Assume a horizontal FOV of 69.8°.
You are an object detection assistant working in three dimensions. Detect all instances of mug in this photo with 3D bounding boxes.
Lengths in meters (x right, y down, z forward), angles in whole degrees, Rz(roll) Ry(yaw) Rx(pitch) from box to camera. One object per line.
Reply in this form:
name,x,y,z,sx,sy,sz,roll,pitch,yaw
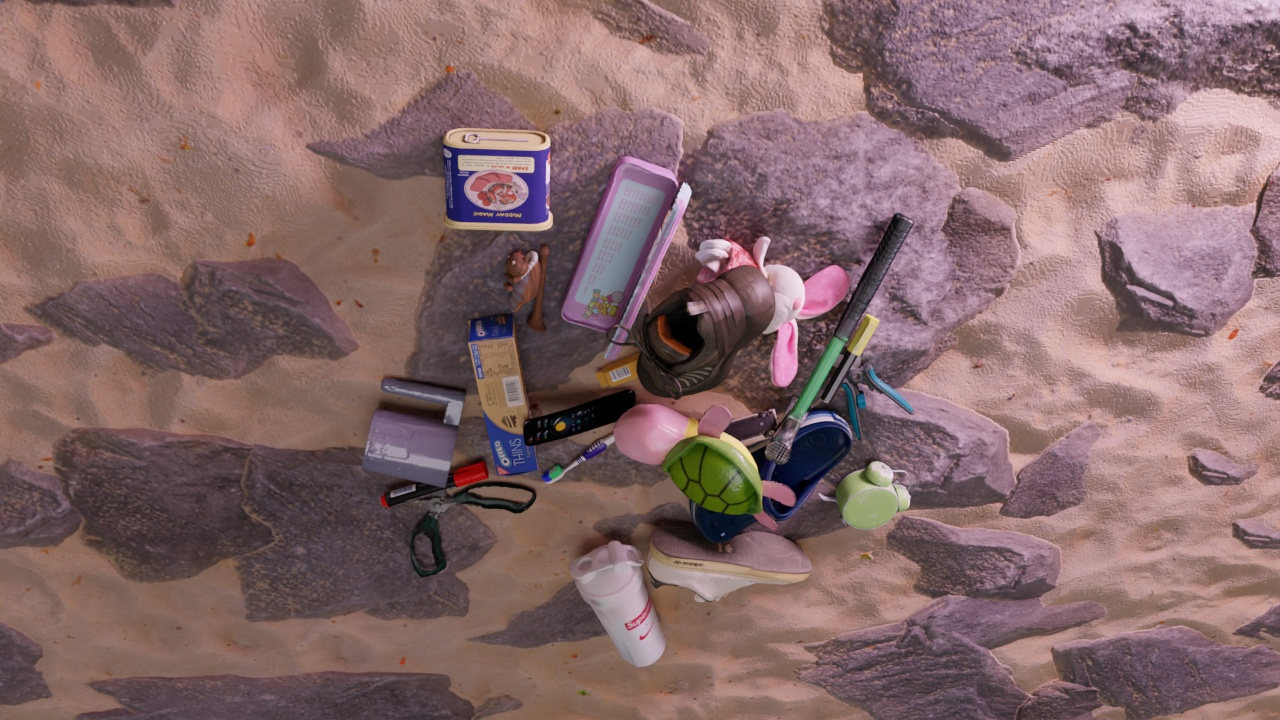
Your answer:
mug,-0.281,0.089,1.141,0.104,0.084,0.124,12,98,-11

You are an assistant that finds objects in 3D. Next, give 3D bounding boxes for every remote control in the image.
remote control,-0.075,0.070,1.142,0.151,0.020,0.041,-16,128,-24

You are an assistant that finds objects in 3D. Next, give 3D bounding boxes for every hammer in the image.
hammer,0.238,-0.028,1.097,0.032,0.130,0.319,28,109,9

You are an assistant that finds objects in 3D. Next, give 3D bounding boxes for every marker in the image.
marker,0.261,0.000,1.148,0.017,0.021,0.124,24,112,-3
marker,-0.272,0.164,1.209,0.145,0.021,0.023,-17,85,5

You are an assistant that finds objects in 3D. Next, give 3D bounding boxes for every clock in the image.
clock,0.322,0.191,1.280,0.119,0.042,0.094,-35,121,17

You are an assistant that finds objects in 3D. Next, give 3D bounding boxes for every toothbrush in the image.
toothbrush,-0.054,0.113,1.209,0.187,0.015,0.016,-33,116,15

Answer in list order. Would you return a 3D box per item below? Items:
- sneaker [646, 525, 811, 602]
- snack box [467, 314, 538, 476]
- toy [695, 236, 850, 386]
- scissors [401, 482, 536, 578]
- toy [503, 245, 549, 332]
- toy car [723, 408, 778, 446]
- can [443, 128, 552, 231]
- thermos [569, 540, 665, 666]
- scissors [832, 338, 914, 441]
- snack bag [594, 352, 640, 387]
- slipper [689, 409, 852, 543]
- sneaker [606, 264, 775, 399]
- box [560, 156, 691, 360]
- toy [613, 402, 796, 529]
sneaker,0.122,0.302,1.301,0.241,0.088,0.102,9,117,-13
snack box,-0.168,0.047,1.129,0.057,0.056,0.207,-8,124,-3
toy,0.142,-0.080,1.056,0.194,0.084,0.159,37,85,-23
scissors,-0.244,0.221,1.262,0.201,0.015,0.202,1,122,-5
toy,-0.131,-0.084,1.056,0.054,0.041,0.102,-5,119,-29
toy car,0.128,0.100,1.206,0.113,0.039,0.039,-17,144,5
can,-0.151,-0.192,0.971,0.116,0.056,0.092,1,122,-6
thermos,-0.024,0.352,1.332,0.099,0.099,0.221,-16,128,5
scissors,0.296,0.041,1.185,0.124,0.019,0.156,1,117,0
snack bag,-0.007,0.007,1.139,0.099,0.020,0.026,-22,115,9
slipper,0.170,0.160,1.217,0.253,0.095,0.105,-38,122,15
sneaker,0.035,-0.007,0.998,0.142,0.101,0.239,-20,164,-35
box,-0.017,-0.106,1.019,0.089,0.092,0.215,16,121,-16
toy,0.078,0.128,1.132,0.238,0.087,0.191,34,150,6
